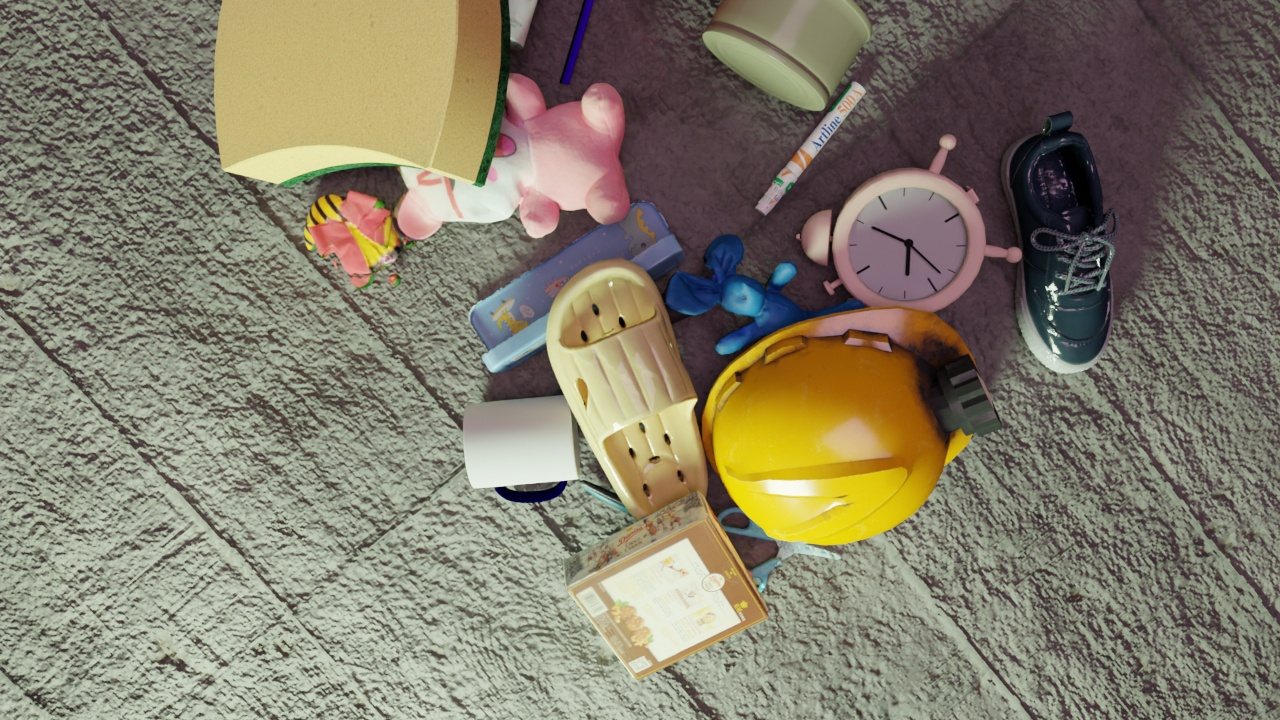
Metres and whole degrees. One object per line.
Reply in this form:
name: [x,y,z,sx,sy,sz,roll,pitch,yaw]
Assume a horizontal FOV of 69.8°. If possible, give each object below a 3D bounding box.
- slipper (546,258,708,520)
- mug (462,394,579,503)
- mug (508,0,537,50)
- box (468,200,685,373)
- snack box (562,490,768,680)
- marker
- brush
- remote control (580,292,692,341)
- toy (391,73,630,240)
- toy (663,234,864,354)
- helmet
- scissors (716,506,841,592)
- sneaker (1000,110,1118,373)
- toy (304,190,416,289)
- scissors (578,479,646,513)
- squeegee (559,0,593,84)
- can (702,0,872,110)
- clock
slipper: [-0.003,0.044,0.802,0.111,0.079,0.261,-21,112,-4]
mug: [-0.107,0.088,0.857,0.097,0.078,0.112,-5,124,0]
mug: [-0.127,-0.339,0.806,0.082,0.082,0.105,18,96,-2]
box: [-0.064,-0.073,0.845,0.210,0.072,0.079,-31,81,4]
snack box: [0.025,0.212,0.852,0.147,0.041,0.143,-28,118,6]
marker: [0.157,-0.196,0.854,0.017,0.017,0.145,38,94,-4]
brush: [-0.235,-0.249,0.766,0.250,0.075,0.195,5,92,24]
remote control: [-0.006,-0.037,0.846,0.146,0.015,0.033,-24,53,-13]
toy: [-0.118,-0.179,0.821,0.213,0.084,0.142,-5,95,-2]
toy: [0.112,-0.058,0.831,0.176,0.071,0.112,19,62,-3]
helmet: [0.172,0.079,0.783,0.256,0.131,0.205,-25,114,20]
scissors: [0.125,0.174,0.891,0.138,0.015,0.120,-32,104,-1]
sneaker: [0.388,-0.102,0.830,0.089,0.087,0.235,-14,95,1]
toy: [-0.263,-0.115,0.848,0.103,0.046,0.084,25,108,2]
scissors: [0.008,0.139,0.886,0.149,0.019,0.131,-13,98,-1]
squeegee: [0.025,-0.351,0.779,0.185,0.055,0.249,21,96,33]
can: [0.125,-0.281,0.791,0.128,0.127,0.073,31,96,-3]
clock: [0.241,-0.108,0.842,0.161,0.086,0.131,-32,96,12]
